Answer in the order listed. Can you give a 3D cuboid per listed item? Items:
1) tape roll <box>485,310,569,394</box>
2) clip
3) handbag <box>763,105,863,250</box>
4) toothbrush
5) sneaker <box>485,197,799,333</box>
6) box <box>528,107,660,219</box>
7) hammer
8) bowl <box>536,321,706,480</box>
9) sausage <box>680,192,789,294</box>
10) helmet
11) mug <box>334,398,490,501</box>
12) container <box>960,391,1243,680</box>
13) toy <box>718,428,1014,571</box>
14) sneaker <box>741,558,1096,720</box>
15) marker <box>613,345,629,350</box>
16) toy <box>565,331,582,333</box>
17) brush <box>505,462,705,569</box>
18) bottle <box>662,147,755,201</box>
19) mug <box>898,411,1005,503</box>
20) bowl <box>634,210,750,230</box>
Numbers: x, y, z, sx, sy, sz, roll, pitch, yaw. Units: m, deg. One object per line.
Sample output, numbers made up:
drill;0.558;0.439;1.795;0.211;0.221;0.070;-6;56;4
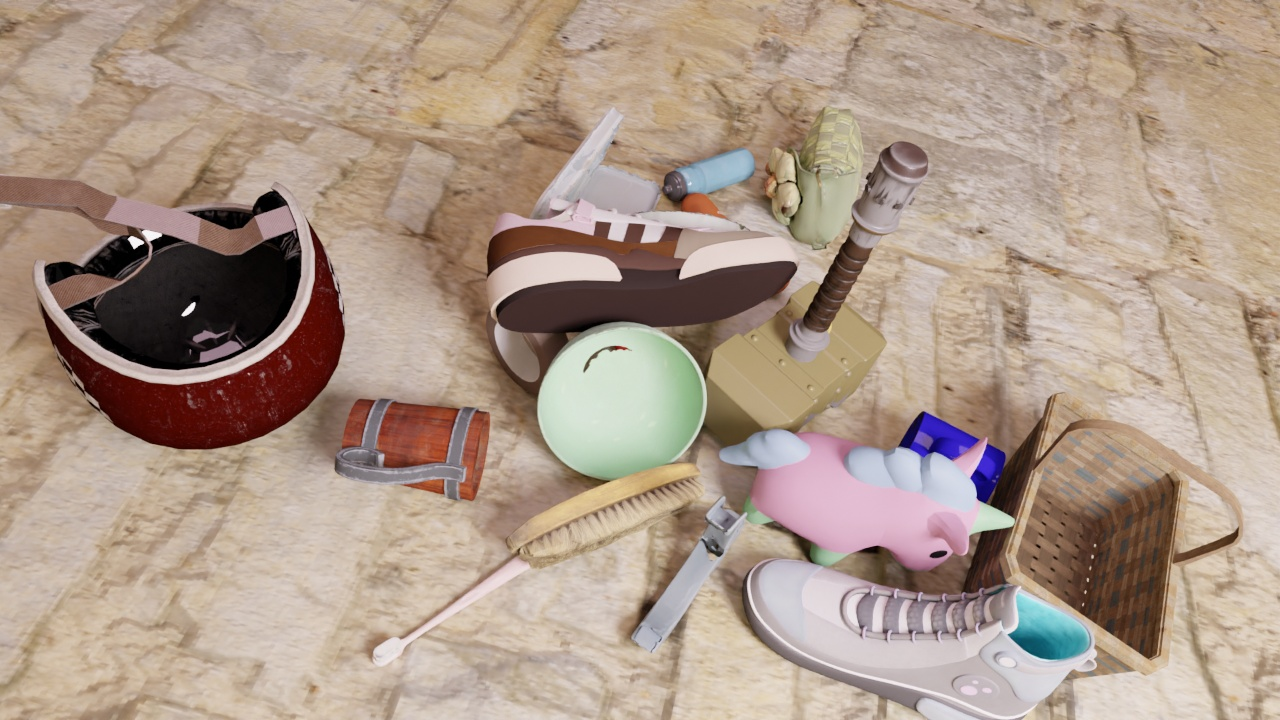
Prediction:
tape roll;-0.106;-0.016;0.875;0.030;0.094;0.094;-34;66;-32
clip;0.038;0.183;0.765;0.031;0.169;0.164;35;86;14
handbag;0.209;-0.229;1.117;0.117;0.113;0.185;10;47;12
toothbrush;-0.139;0.193;0.754;0.180;0.018;0.015;-30;66;-31
sneaker;-0.001;-0.101;0.843;0.293;0.112;0.116;-7;67;-16
box;-0.048;-0.187;1.017;0.130;0.106;0.210;21;51;-1
hammer;0.172;-0.060;0.824;0.189;0.326;0.100;-34;67;-32
bowl;-0.020;0.027;0.839;0.151;0.151;0.077;4;22;-10
sausage;0.105;-0.135;1.053;0.044;0.039;0.164;-27;63;-36
helmet;-0.363;-0.047;0.736;0.232;0.254;0.233;-26;77;-23
mug;-0.194;0.079;0.779;0.111;0.081;0.117;9;15;-1
container;0.401;0.136;0.797;0.157;0.187;0.249;35;48;6
toy;0.185;0.111;0.792;0.222;0.172;0.119;30;51;-2
sneaker;0.218;0.205;0.737;0.257;0.161;0.092;23;51;3
marker;-0.006;0.005;0.929;0.012;0.013;0.142;-20;55;-26
toy;-0.101;-0.064;0.957;0.112;0.030;0.049;41;40;25
brush;-0.025;0.133;0.799;0.195;0.059;0.043;-16;68;-31
bottle;0.080;-0.225;1.118;0.129;0.040;0.040;-24;61;-28
mug;0.292;0.098;0.870;0.083;0.111;0.079;28;76;9
bowl;0.040;-0.099;0.955;0.153;0.153;0.072;7;81;-8
